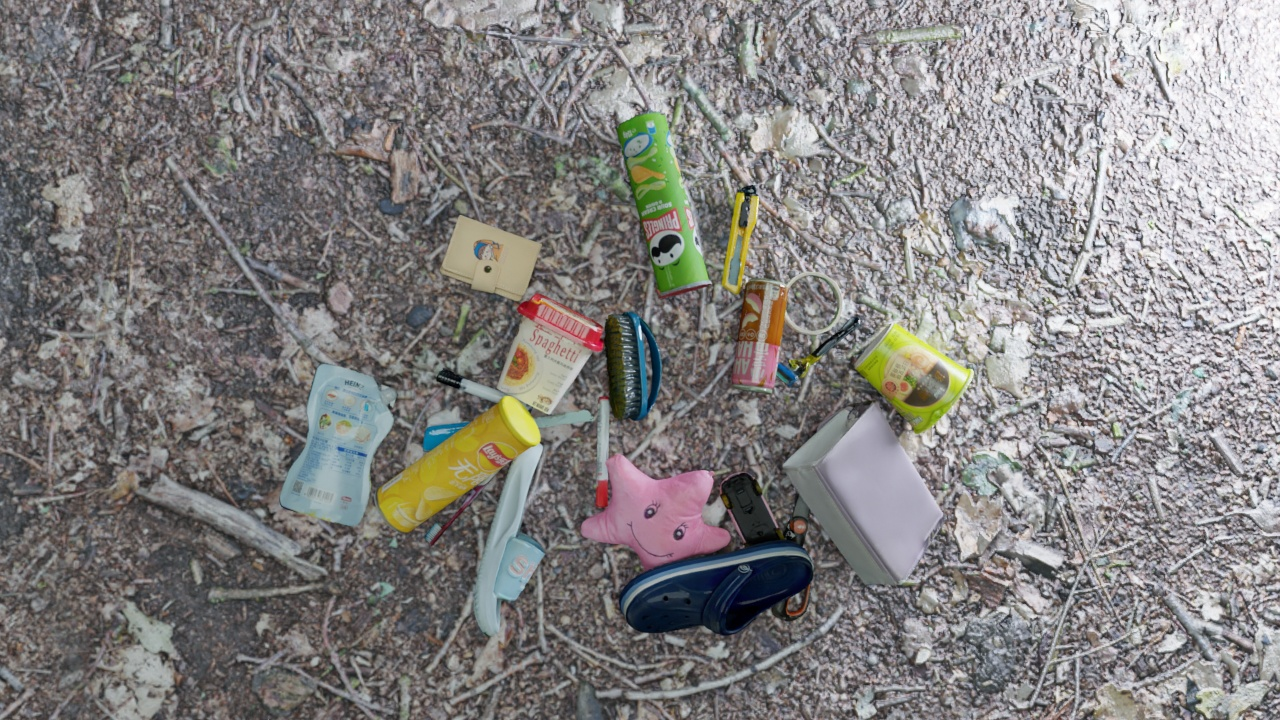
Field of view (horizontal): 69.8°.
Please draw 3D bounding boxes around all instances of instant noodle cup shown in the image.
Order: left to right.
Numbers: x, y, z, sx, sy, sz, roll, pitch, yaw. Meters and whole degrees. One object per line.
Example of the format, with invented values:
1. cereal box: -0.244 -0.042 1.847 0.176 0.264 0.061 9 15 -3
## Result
1. instant noodle cup: -0.119 -0.007 1.166 0.116 0.116 0.124 26 97 -5
2. instant noodle cup: 0.354 0.017 1.216 0.123 0.112 0.111 39 84 5

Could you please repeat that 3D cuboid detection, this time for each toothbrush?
1. toothbrush: -0.213 0.165 1.189 0.017 0.016 0.187 41 88 7

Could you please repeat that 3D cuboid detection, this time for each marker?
1. marker: -0.202 0.040 1.197 0.130 0.018 0.022 19 76 -5
2. marker: -0.050 0.120 1.210 0.017 0.017 0.145 2 88 -6

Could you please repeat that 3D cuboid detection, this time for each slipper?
1. slipper: -0.153 0.223 1.156 0.074 0.104 0.245 15 80 -4
2. slipper: 0.102 0.303 1.157 0.252 0.095 0.105 -14 126 -7

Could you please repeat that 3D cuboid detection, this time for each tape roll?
1. tape roll: 0.232 -0.077 1.248 0.086 0.014 0.085 0 88 -6

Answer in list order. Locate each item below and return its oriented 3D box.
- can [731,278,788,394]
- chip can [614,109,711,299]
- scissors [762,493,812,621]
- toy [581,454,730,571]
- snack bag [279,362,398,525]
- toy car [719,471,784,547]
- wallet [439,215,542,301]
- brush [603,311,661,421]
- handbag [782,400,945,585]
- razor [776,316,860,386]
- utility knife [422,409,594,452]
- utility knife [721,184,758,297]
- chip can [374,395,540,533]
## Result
1. can: 0.158 -0.032 1.217 0.058 0.058 0.147 9 87 -6
2. chip can: 0.028 -0.203 1.203 0.072 0.072 0.236 -15 89 -6
3. scissors: 0.194 0.231 1.228 0.152 0.022 0.234 -3 88 -6
4. toy: 0.023 0.196 1.180 0.194 0.074 0.179 42 100 -10
5. snack bag: -0.382 0.107 1.167 0.110 0.039 0.191 16 85 0
6. toy car: 0.147 0.207 1.215 0.056 0.037 0.122 -25 88 0
7. wallet: -0.197 -0.131 1.202 0.115 0.024 0.087 19 87 -6
8. brush: -0.007 0.007 1.202 0.073 0.055 0.144 -5 88 -29
9. handbag: 0.296 0.171 1.196 0.144 0.099 0.197 -38 99 -25
10. razor: 0.243 -0.014 1.244 0.142 0.022 0.042 -37 48 -9
11. utility knife: -0.172 0.088 1.198 0.225 0.018 0.034 -8 109 -7
12. utility knife: 0.136 -0.163 1.240 0.033 0.015 0.156 10 87 -3
13. chip can: -0.227 0.130 1.132 0.214 0.072 0.072 -35 92 12
